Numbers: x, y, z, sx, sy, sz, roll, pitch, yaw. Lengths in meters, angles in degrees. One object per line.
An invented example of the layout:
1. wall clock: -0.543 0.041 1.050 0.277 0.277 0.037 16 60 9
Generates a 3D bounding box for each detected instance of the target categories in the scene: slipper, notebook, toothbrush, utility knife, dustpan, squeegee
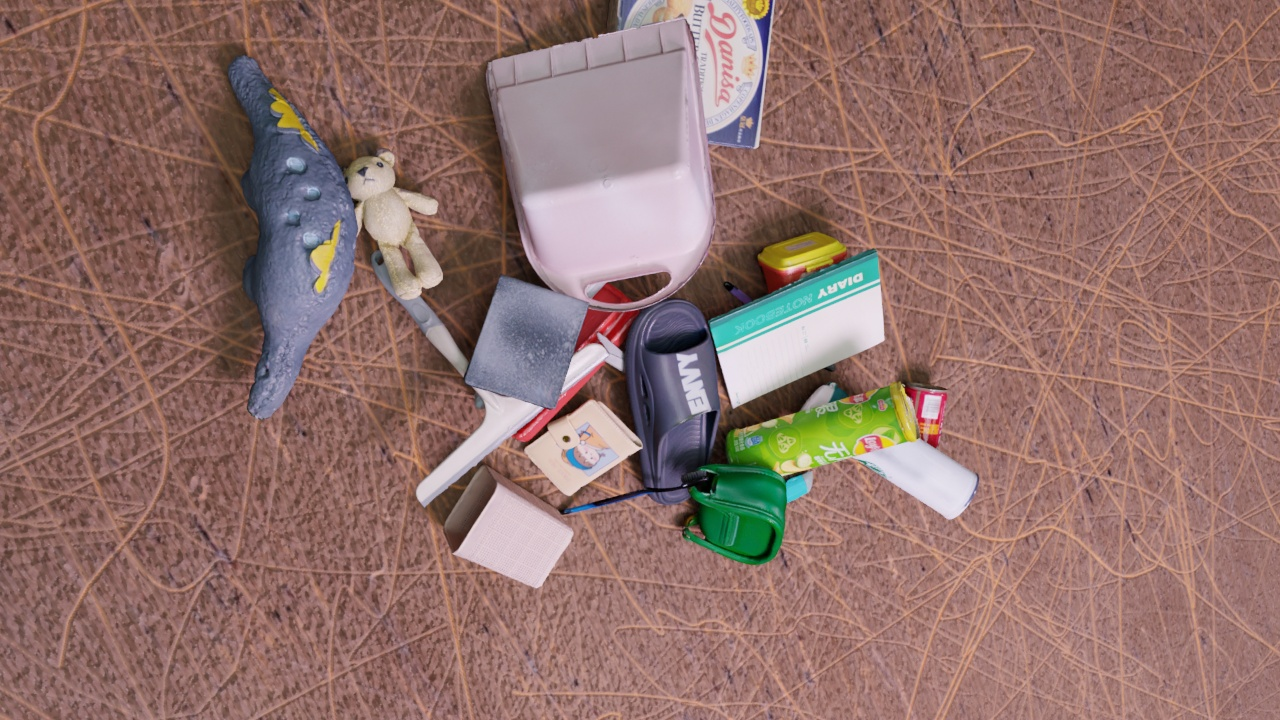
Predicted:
1. slipper: 0.053 0.057 1.034 0.110 0.083 0.268 -21 122 -30
2. notebook: 0.189 -0.035 1.080 0.209 0.012 0.150 -24 135 -3
3. toothbrush: 0.173 -0.040 1.124 0.189 0.017 0.014 36 90 -18
4. toothbrush: -0.011 0.153 1.053 0.190 0.014 0.016 -16 63 19
5. utility knife: 0.149 0.182 1.157 0.161 0.013 0.029 -23 102 -10
6. dustpan: -0.036 -0.198 0.960 0.223 0.139 0.272 -8 60 7
7. squeegee: -0.203 -0.023 0.942 0.246 0.039 0.246 -39 83 -2

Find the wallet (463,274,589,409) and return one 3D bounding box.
1. wallet: -0.114 -0.018 0.923 0.097 0.019 0.120 17 75 -1

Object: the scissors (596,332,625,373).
1. scissors: -0.014 0.020 1.033 0.172 0.012 0.128 -6 119 -45

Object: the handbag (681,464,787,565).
1. handbag: 0.110 0.181 1.079 0.120 0.131 0.067 8 53 7

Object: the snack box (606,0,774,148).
1. snack box: 0.052 -0.337 1.018 0.182 0.046 0.178 3 99 -18

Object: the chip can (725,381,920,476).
1. chip can: 0.208 0.089 1.075 0.222 0.072 0.072 -19 108 21

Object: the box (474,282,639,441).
1. box: -0.102 -0.017 0.998 0.201 0.094 0.091 -47 148 -5

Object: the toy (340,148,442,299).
1. toy: -0.253 -0.137 0.930 0.105 0.066 0.157 -26 86 -5

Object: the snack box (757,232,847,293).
1. snack box: 0.195 -0.100 1.088 0.091 0.082 0.080 -18 114 -13

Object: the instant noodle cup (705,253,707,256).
1. instant noodle cup: 0.013 -0.155 1.009 0.111 0.112 0.099 -8 95 -16

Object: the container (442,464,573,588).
1. container: -0.146 0.189 1.025 0.111 0.090 0.090 33 88 -23

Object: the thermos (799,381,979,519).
1. thermos: 0.301 0.110 1.132 0.224 0.073 0.073 32 88 1

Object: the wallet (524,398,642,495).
1. wallet: -0.068 0.097 1.041 0.115 0.024 0.087 -35 110 26

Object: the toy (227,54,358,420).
1. toy: -0.340 -0.118 0.891 0.138 0.091 0.356 2 94 20

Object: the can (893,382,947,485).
1. can: 0.359 0.098 1.186 0.053 0.053 0.133 4 98 -18
